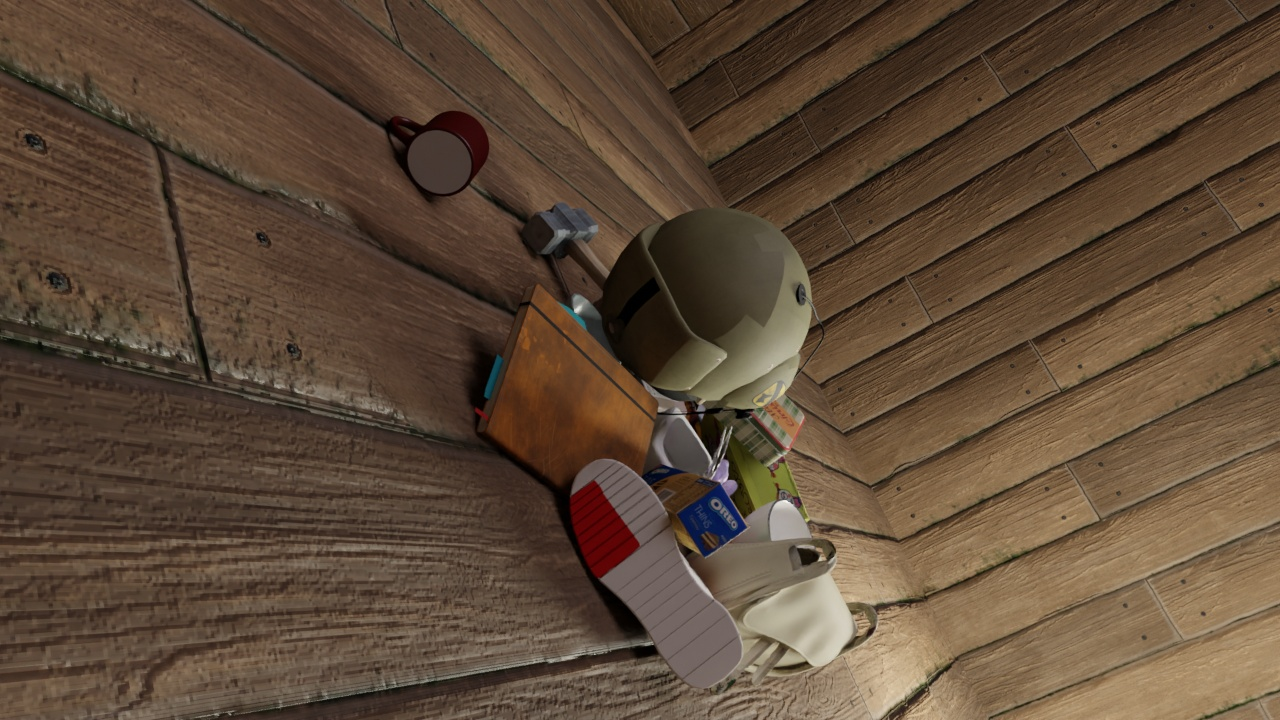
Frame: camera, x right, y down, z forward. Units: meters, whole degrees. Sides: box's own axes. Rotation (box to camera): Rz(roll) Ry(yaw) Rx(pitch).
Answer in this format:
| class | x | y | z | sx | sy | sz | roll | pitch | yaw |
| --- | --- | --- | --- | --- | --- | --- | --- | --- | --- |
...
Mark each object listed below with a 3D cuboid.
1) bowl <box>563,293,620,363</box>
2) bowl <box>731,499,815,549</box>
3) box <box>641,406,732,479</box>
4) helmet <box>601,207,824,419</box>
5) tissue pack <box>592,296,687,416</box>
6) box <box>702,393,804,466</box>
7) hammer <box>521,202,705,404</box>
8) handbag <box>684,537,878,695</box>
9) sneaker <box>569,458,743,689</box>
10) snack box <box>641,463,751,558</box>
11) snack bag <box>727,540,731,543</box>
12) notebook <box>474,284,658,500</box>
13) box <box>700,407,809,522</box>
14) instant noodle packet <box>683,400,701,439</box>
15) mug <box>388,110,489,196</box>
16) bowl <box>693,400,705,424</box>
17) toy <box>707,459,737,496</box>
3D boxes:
| class | x | y | z | sx | sy | sz | roll | pitch | yaw |
| --- | --- | --- | --- | --- | --- | --- | --- | --- | --- |
| bowl | -0.069 | -0.026 | 1.120 | 0.106 | 0.039 | 0.106 | 53 | 17 | -25 |
| bowl | 0.162 | 0.234 | 1.132 | 0.116 | 0.066 | 0.116 | 34 | 44 | -41 |
| box | 0.063 | 0.109 | 1.096 | 0.103 | 0.130 | 0.109 | 56 | 31 | -11 |
| helmet | 0.067 | -0.057 | 1.052 | 0.250 | 0.256 | 0.233 | 65 | 12 | 22 |
| tissue pack | -0.007 | 0.007 | 1.233 | 0.103 | 0.071 | 0.181 | 13 | 45 | -49 |
| box | 0.133 | 0.040 | 1.259 | 0.205 | 0.050 | 0.117 | 47 | 34 | -1 |
| hammer | -0.019 | -0.073 | 1.190 | 0.323 | 0.051 | 0.117 | 49 | 26 | 8 |
| handbag | 0.160 | 0.295 | 1.020 | 0.229 | 0.184 | 0.131 | 54 | 19 | -47 |
| sneaker | 0.010 | 0.203 | 0.904 | 0.236 | 0.090 | 0.104 | 53 | -5 | 1 |
| snack box | 0.043 | 0.151 | 0.955 | 0.056 | 0.057 | 0.207 | 57 | -13 | -7 |
| snack bag | 0.118 | 0.262 | 1.153 | 0.144 | 0.039 | 0.130 | 54 | 37 | -21 |
| notebook | -0.064 | 0.044 | 0.914 | 0.249 | 0.014 | 0.178 | 45 | 49 | -43 |
| box | 0.157 | 0.166 | 1.322 | 0.125 | 0.082 | 0.220 | 104 | -24 | -54 |
| instant noodle packet | 0.049 | 0.053 | 1.299 | 0.099 | 0.039 | 0.135 | 67 | -3 | -56 |
| mug | -0.219 | -0.228 | 0.975 | 0.105 | 0.073 | 0.082 | 27 | 24 | -11 |
| bowl | 0.092 | 0.043 | 1.433 | 0.052 | 0.124 | 0.124 | 30 | 8 | 18 |
| toy | 0.088 | 0.160 | 1.160 | 0.036 | 0.080 | 0.099 | 59 | 23 | -13 |
